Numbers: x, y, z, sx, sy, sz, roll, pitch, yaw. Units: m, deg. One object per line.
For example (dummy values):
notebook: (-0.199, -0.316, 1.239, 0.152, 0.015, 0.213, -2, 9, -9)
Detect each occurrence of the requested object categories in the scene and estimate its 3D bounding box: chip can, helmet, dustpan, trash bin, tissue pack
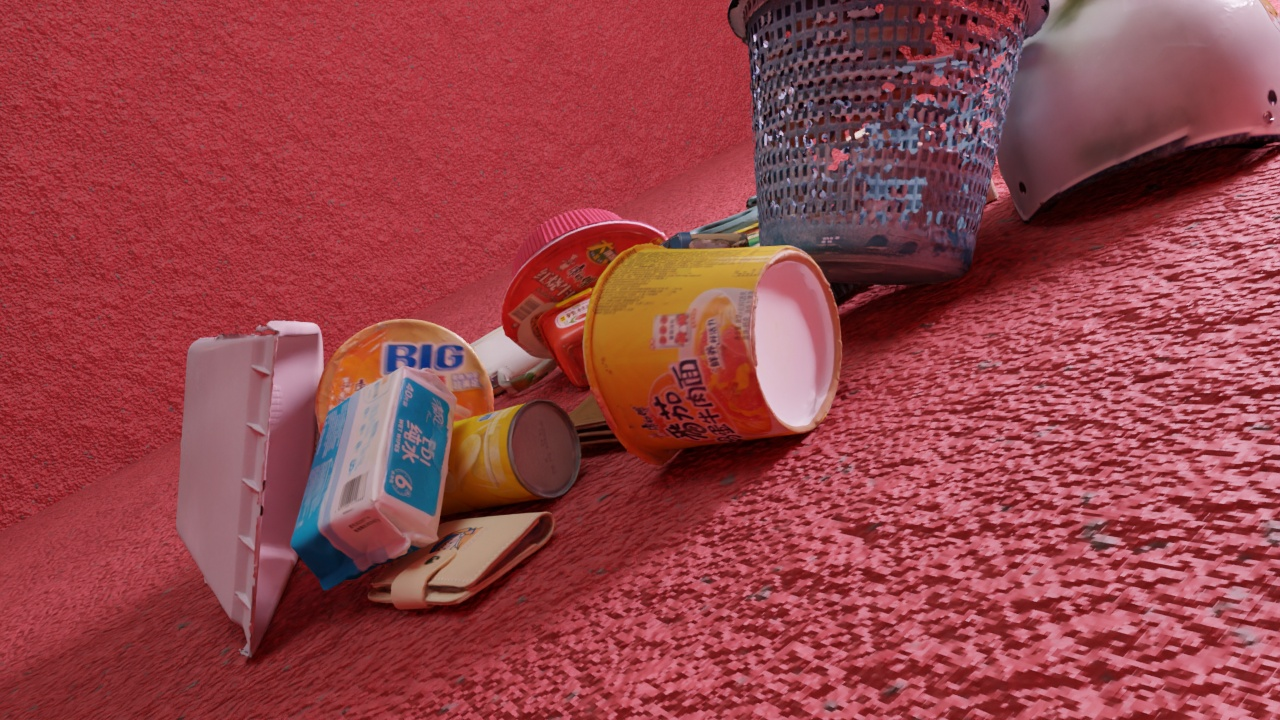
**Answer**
chip can: (-0.145, 0.083, 0.691, 0.214, 0.072, 0.071, -14, 17, 38)
helmet: (0.384, -0.232, 0.728, 0.231, 0.157, 0.273, -15, 17, 39)
dustpan: (-0.271, 0.071, 0.725, 0.138, 0.222, 0.274, 3, 7, -41)
trash bin: (0.170, -0.159, 0.674, 0.226, 0.195, 0.226, 5, 0, 0)
tissue pack: (-0.174, 0.076, 0.615, 0.090, 0.063, 0.139, -28, 44, 29)

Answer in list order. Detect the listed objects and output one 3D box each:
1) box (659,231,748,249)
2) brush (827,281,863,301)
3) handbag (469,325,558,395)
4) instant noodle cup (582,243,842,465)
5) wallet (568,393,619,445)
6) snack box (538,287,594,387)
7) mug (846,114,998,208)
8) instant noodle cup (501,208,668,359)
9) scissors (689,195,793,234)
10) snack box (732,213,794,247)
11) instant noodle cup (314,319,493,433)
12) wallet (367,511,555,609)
box: (0.046, -0.061, 0.791, 0.059, 0.090, 0.184, -1, -1, -10)
brush: (0.142, -0.079, 0.773, 0.143, 0.073, 0.055, -29, 19, -15)
handbag: (-0.122, -0.016, 1.069, 0.163, 0.063, 0.179, -29, 17, -7)
instant noodle cup: (0.051, -0.009, 0.562, 0.110, 0.138, 0.137, -3, 25, 39)
wallet: (0.000, 0.026, 0.716, 0.119, 0.035, 0.130, -15, 16, 40)
snack box: (-0.045, -0.021, 0.905, 0.091, 0.082, 0.080, -27, 26, -2)
mug: (0.268, -0.187, 0.887, 0.125, 0.103, 0.084, -12, 19, 47)
instant noodle cup: (-0.062, -0.088, 0.953, 0.194, 0.194, 0.065, -27, 57, -4)
scissors: (0.128, -0.162, 0.973, 0.170, 0.019, 0.179, -21, 11, 13)
snack box: (0.099, -0.104, 0.967, 0.114, 0.063, 0.240, -25, 13, -12)
instant noodle cup: (-0.215, 0.042, 0.842, 0.151, 0.151, 0.111, -29, 5, -14)
wallet: (-0.118, 0.125, 0.577, 0.115, 0.024, 0.087, -12, 20, 44)
